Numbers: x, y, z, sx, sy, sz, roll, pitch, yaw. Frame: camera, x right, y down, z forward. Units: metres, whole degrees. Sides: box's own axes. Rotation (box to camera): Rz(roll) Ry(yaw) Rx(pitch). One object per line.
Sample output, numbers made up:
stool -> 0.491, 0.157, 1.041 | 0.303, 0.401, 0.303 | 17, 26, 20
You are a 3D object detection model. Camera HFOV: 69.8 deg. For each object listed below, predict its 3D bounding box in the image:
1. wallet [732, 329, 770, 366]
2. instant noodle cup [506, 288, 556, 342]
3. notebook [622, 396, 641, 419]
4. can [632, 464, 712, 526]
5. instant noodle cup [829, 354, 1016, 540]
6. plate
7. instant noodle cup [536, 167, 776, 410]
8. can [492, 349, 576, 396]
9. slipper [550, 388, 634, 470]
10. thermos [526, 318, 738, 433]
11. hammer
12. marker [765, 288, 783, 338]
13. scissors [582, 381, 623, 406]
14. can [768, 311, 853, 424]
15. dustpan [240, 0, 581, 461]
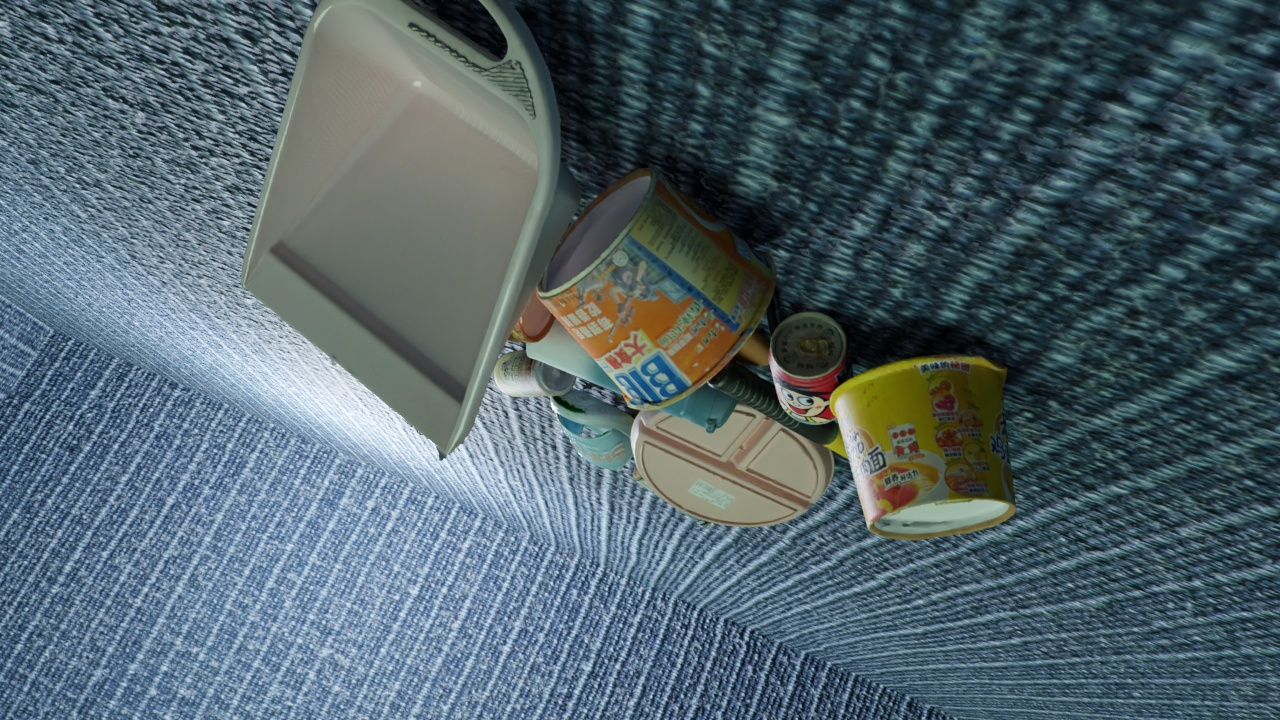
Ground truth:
wallet -> 0.041, -0.036, 0.829 | 0.119, 0.035, 0.130 | -6, 146, 43
instant noodle cup -> -0.131, -0.077, 0.781 | 0.109, 0.137, 0.138 | 9, 158, 15
notebook -> 0.075, 0.106, 1.141 | 0.211, 0.012, 0.149 | 27, 164, 21
can -> 0.053, 0.145, 1.142 | 0.111, 0.075, 0.075 | 35, 159, -11
instant noodle cup -> 0.222, 0.072, 0.709 | 0.138, 0.109, 0.138 | -3, 154, -1
plate -> 0.098, 0.114, 1.022 | 0.229, 0.028, 0.230 | 9, 136, 9
instant noodle cup -> 0.004, -0.056, 0.655 | 0.111, 0.151, 0.152 | 42, 155, -23
can -> -0.130, 0.015, 1.115 | 0.058, 0.058, 0.116 | 35, 158, -29
slipper -> -0.044, 0.101, 1.184 | 0.104, 0.074, 0.245 | 25, 171, 34
thermos -> -0.006, 0.005, 0.932 | 0.220, 0.070, 0.070 | 21, 161, 11
hammer -> 0.182, 0.069, 0.896 | 0.300, 0.032, 0.129 | 28, 159, -31
marker -> 0.115, -0.032, 0.769 | 0.015, 0.018, 0.124 | 14, 158, 22
scissors -> -0.021, 0.015, 1.042 | 0.160, 0.014, 0.176 | 8, 153, 31
can -> 0.143, 0.007, 0.763 | 0.066, 0.066, 0.094 | 16, 159, 21
dustpan -> -0.162, -0.106, 0.588 | 0.222, 0.273, 0.138 | 34, -177, 15
